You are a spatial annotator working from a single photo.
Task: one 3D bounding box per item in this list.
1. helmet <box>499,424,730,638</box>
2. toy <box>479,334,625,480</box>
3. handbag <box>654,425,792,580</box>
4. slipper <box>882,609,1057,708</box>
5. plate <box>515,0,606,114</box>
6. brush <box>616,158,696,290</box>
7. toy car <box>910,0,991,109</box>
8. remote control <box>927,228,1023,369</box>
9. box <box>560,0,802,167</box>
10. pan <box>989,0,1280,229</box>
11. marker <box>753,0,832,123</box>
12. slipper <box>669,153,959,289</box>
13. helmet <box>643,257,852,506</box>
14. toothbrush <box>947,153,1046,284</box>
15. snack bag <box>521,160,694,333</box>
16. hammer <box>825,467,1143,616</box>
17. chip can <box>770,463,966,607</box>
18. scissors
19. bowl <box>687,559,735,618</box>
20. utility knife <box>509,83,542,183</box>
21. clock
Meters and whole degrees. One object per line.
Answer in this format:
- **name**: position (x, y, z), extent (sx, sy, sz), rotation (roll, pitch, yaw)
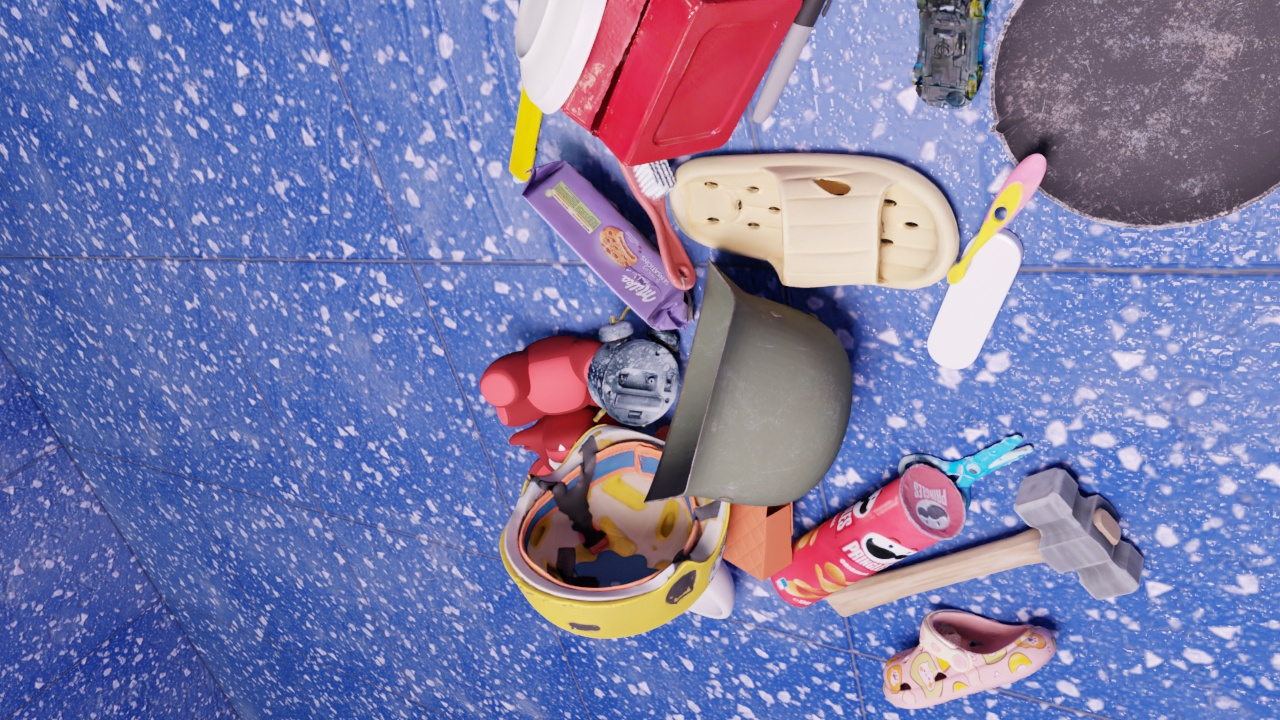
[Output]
- **helmet**: position (-0.021, 0.193, 0.918), extent (0.209, 0.239, 0.140), rotation (22, 136, 33)
- **toy**: position (-0.080, 0.067, 1.032), extent (0.158, 0.120, 0.197), rotation (-13, 118, 2)
- **handbag**: position (0.089, 0.143, 0.986), extent (0.172, 0.060, 0.109), rotation (24, 126, 45)
- **slipper**: position (0.321, 0.290, 0.929), extent (0.198, 0.093, 0.081), rotation (-37, 75, 45)
- **plate**: position (-0.066, -0.290, 0.725), extent (0.034, 0.182, 0.183), rotation (10, 141, -22)
- **brush**: position (0.017, -0.145, 0.815), extent (0.030, 0.040, 0.172), rotation (-35, 71, 47)
- **toy car**: position (0.220, -0.230, 0.646), extent (0.048, 0.032, 0.105), rotation (15, 139, 27)
- **remote control**: position (0.273, -0.048, 0.755), extent (0.043, 0.013, 0.137), rotation (26, 133, 19)
- **box**: position (0.030, -0.237, 0.715), extent (0.122, 0.136, 0.158), rotation (41, 138, 6)
- **pan**: position (0.302, -0.250, 0.567), extent (0.208, 0.040, 0.357), rotation (-9, 114, 41)
- **marker**: position (0.121, -0.244, 0.724), extent (0.022, 0.016, 0.139), rotation (18, 136, -5)
- **slipper**: position (0.128, -0.116, 0.770), extent (0.262, 0.079, 0.111), rotation (15, 125, 29)
- **helmet**: position (0.104, 0.038, 0.807), extent (0.154, 0.267, 0.227), rotation (15, 94, 6)
- **toothbrush**: position (0.264, -0.103, 0.683), extent (0.021, 0.016, 0.136), rotation (40, 146, 16)
- **snack bag**: position (-0.023, -0.106, 0.878), extent (0.205, 0.096, 0.058), rotation (45, 93, 1)
- **hammer**: position (0.306, 0.201, 0.891), extent (0.117, 0.051, 0.324), rotation (46, 138, -8)
- **chip can**: position (0.217, 0.183, 0.920), extent (0.073, 0.072, 0.234), rotation (44, 141, 2)
- **scissors**: position (0.308, 0.106, 0.846), extent (0.083, 0.015, 0.141), rotation (52, 135, -5)
- **bowl**: position (0.040, 0.232, 1.085), extent (0.176, 0.066, 0.177), rotation (26, 157, 12)
- **utility knife**: position (-0.111, -0.236, 0.905), extent (0.030, 0.017, 0.156), rotation (37, 135, 16)
- **clock**: position (-0.006, 0.005, 0.939), extent (0.052, 0.090, 0.129), rotation (27, 106, 60)
